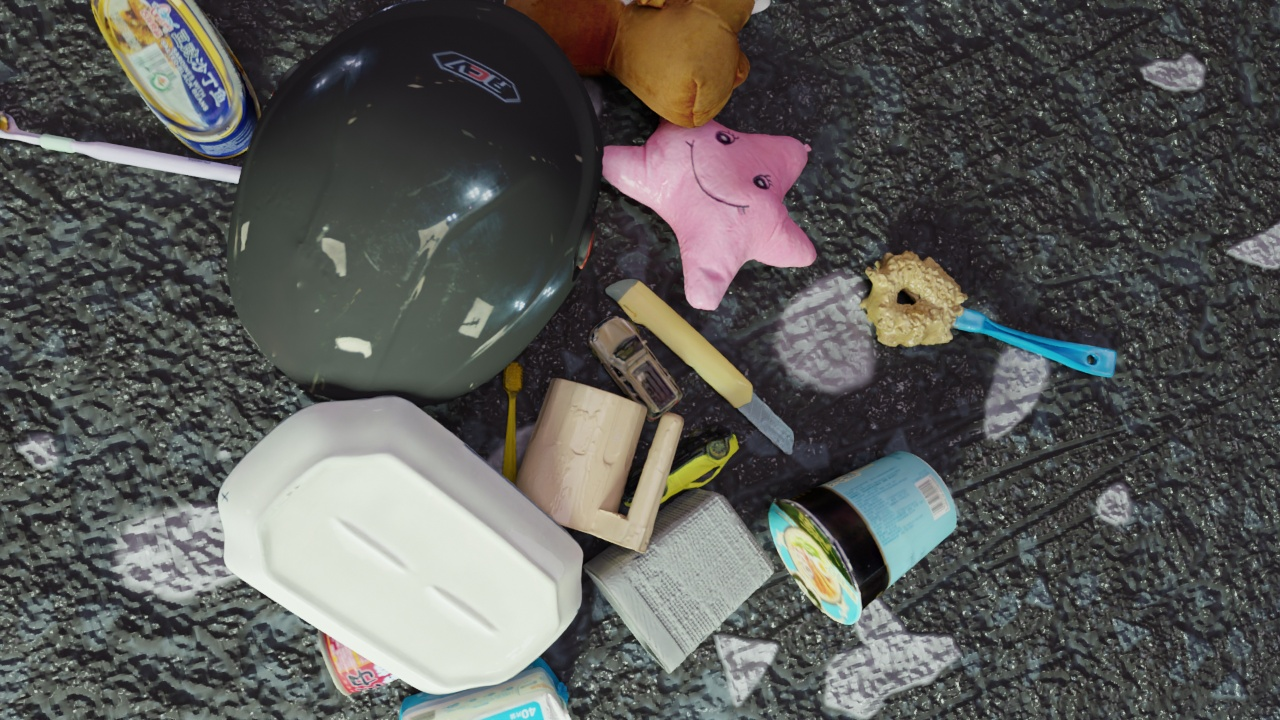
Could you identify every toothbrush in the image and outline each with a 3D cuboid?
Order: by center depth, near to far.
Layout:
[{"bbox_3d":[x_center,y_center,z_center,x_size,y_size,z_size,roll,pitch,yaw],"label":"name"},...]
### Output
[{"bbox_3d":[-0.387,-0.157,0.687,0.189,0.029,0.021,10,126,-11],"label":"toothbrush"},{"bbox_3d":[-0.104,0.095,0.728,0.015,0.017,0.190,2,87,-10],"label":"toothbrush"}]

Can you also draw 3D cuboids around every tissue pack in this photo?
[{"bbox_3d":[-0.118,0.276,0.681,0.140,0.090,0.063,-15,93,-11],"label":"tissue pack"}]

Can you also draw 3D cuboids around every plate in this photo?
[{"bbox_3d":[-0.148,0.138,0.611,0.162,0.034,0.266,-42,119,1],"label":"plate"}]

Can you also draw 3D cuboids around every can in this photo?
[{"bbox_3d":[-0.344,-0.223,0.682,0.074,0.049,0.148,-32,93,-11],"label":"can"},{"bbox_3d":[-0.184,0.202,0.684,0.093,0.066,0.066,-21,91,-11],"label":"can"}]

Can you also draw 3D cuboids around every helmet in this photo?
[{"bbox_3d":[-0.150,-0.099,0.622,0.233,0.229,0.275,27,122,-8],"label":"helmet"}]

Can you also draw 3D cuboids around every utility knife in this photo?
[{"bbox_3d":[0.055,0.003,0.760,0.207,0.021,0.031,42,84,1],"label":"utility knife"}]

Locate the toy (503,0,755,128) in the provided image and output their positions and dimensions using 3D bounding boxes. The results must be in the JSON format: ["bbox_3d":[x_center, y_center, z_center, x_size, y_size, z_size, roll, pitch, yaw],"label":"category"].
[{"bbox_3d":[-0.015,-0.258,0.689,0.199,0.140,0.130,15,73,8],"label":"toy"}]

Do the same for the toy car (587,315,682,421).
[{"bbox_3d":[-0.004,0.004,0.742,0.042,0.035,0.090,-38,92,-11],"label":"toy car"}]

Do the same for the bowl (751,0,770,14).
[{"bbox_3d":[0.079,-0.321,0.749,0.118,0.118,0.065,-20,130,-11],"label":"bowl"}]

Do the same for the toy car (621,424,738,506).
[{"bbox_3d":[0.032,0.089,0.739,0.105,0.048,0.032,-30,105,-10],"label":"toy car"}]

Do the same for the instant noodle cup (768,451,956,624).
[{"bbox_3d":[0.184,0.134,0.742,0.120,0.111,0.111,-27,93,-19],"label":"instant noodle cup"}]

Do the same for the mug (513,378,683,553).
[{"bbox_3d":[-0.032,0.078,0.694,0.084,0.125,0.103,27,78,-52],"label":"mug"}]

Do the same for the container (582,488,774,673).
[{"bbox_3d":[0.031,0.164,0.715,0.114,0.090,0.090,-37,95,-13],"label":"container"}]

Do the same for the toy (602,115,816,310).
[{"bbox_3d":[0.064,-0.148,0.741,0.178,0.075,0.194,-29,82,-24],"label":"toy"}]

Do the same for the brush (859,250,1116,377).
[{"bbox_3d":[0.306,-0.029,0.801,0.254,0.046,0.083,16,81,-13],"label":"brush"}]
